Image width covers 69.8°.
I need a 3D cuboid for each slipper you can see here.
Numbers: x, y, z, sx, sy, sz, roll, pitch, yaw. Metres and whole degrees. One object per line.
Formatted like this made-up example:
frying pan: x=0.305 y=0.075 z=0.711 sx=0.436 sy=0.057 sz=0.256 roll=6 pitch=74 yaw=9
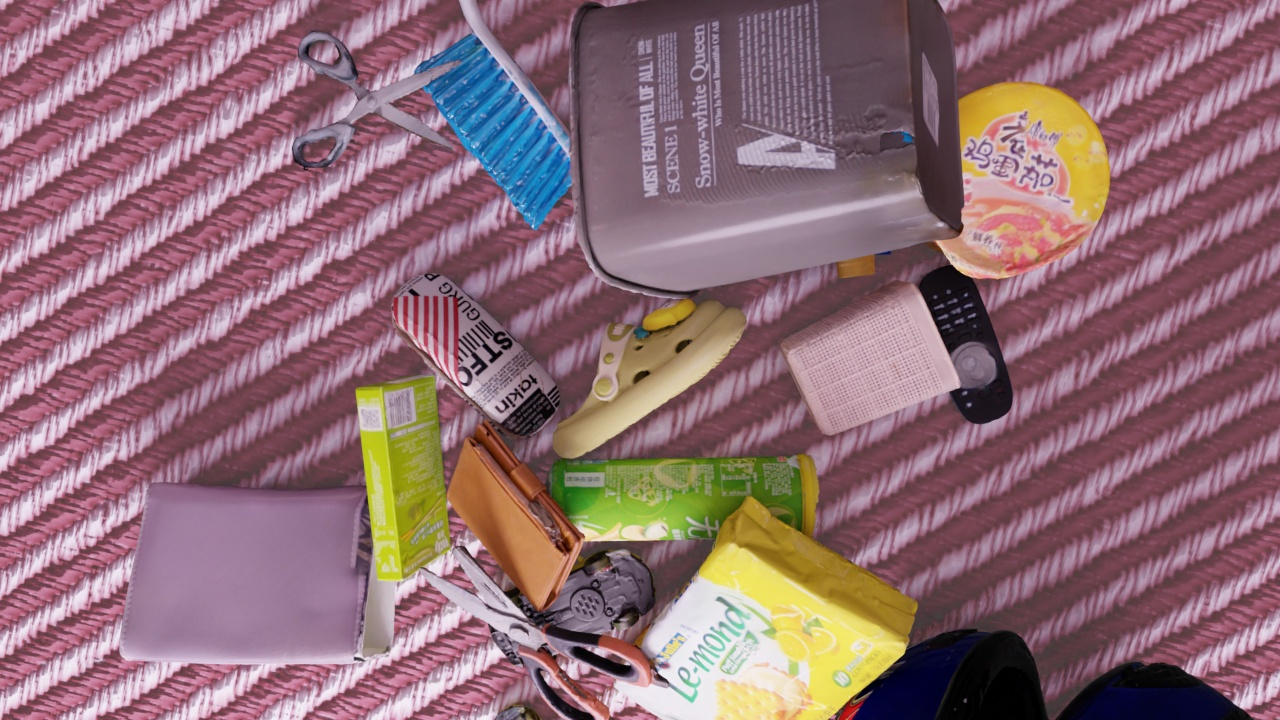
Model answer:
slipper: x=-0.004 y=0.004 z=0.743 sx=0.191 sy=0.091 sz=0.081 roll=-36 pitch=91 yaw=8

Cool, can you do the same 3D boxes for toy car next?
toy car: x=-0.089 y=0.349 z=0.807 sx=0.048 sy=0.032 sz=0.105 roll=-43 pitch=82 yaw=5
toy car: x=-0.059 y=0.210 z=0.785 sx=0.156 sy=0.041 sz=0.071 roll=-26 pitch=97 yaw=9

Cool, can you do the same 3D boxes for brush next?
brush: x=-0.141 y=-0.260 z=0.740 sx=0.109 sy=0.060 sz=0.314 roll=-38 pitch=92 yaw=-1

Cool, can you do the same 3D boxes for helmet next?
helmet: x=0.262 y=0.324 z=0.688 sx=0.240 sy=0.247 sz=0.316 roll=34 pitch=105 yaw=41

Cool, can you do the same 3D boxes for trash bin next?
trash bin: x=0.092 y=-0.152 z=0.625 sx=0.220 sy=0.198 sz=0.199 roll=-4 pitch=87 yaw=30

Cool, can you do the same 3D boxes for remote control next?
remote control: x=0.269 y=-0.014 z=0.764 sx=0.053 sy=0.024 sz=0.136 roll=-21 pitch=96 yaw=2

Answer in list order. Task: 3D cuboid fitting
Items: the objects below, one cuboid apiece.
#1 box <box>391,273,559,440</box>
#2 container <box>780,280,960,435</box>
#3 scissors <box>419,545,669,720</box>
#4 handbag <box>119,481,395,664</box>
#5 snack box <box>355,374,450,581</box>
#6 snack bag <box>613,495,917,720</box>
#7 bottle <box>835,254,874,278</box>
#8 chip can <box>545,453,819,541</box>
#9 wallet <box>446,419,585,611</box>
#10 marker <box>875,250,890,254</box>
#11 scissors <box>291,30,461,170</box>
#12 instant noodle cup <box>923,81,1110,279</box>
box: x=-0.138 y=-0.002 z=0.771 sx=0.163 sy=0.081 sz=0.074 roll=42 pitch=64 yaw=-1
container: x=0.179 y=0.000 z=0.737 sx=0.111 sy=0.090 sz=0.090 roll=-25 pitch=94 yaw=6
scissors: x=-0.077 y=0.229 z=0.742 sx=0.222 sy=0.015 sz=0.190 roll=9 pitch=125 yaw=11
handbag: x=-0.308 y=0.175 z=0.762 sx=0.197 sy=0.098 sz=0.145 roll=0 pitch=80 yaw=2
snack box: x=-0.193 y=0.093 z=0.755 sx=0.026 sy=0.085 sz=0.156 roll=-3 pitch=96 yaw=17
snack bag: x=0.092 y=0.225 z=0.737 sx=0.158 sy=0.068 sz=0.247 roll=30 pitch=126 yaw=-1
bottle: x=0.162 y=-0.176 z=0.732 sx=0.065 sy=0.065 sz=0.219 roll=-7 pitch=96 yaw=2
chip can: x=0.032 y=0.114 z=0.759 sx=0.221 sy=0.072 sz=0.072 roll=-1 pitch=95 yaw=2
wallet: x=-0.103 y=0.126 z=0.739 sx=0.132 sy=0.031 sz=0.108 roll=45 pitch=136 yaw=21
marker: x=0.200 y=-0.160 z=0.756 sx=0.017 sy=0.017 sz=0.146 roll=1 pitch=96 yaw=1
scissors: x=-0.220 y=-0.205 z=0.738 sx=0.181 sy=0.014 sz=0.160 roll=46 pitch=110 yaw=16
instant noodle cup: x=0.268 y=-0.135 z=0.710 sx=0.138 sy=0.109 sz=0.138 roll=0 pitch=95 yaw=1
